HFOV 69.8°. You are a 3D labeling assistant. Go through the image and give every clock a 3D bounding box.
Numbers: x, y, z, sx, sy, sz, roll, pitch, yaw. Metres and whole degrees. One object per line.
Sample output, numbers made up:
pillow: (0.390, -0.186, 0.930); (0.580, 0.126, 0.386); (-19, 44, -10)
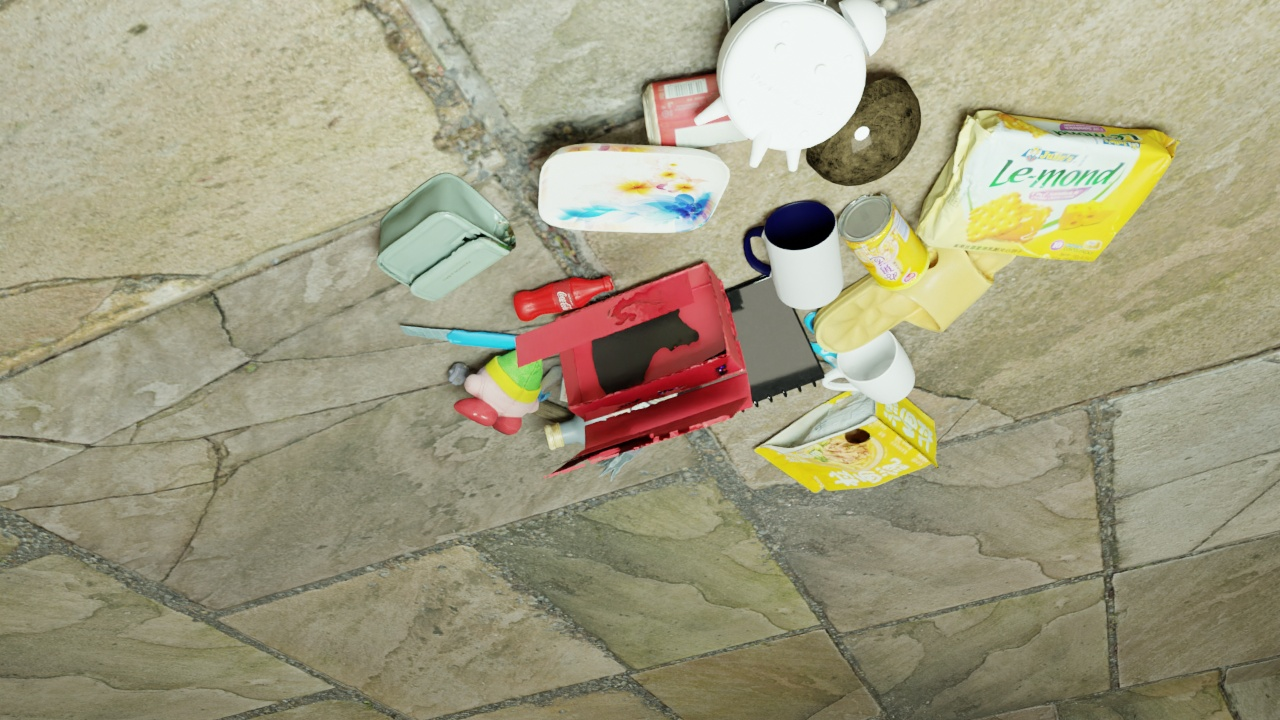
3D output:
clock: (0.133, -0.251, 0.801); (0.125, 0.072, 0.161); (22, 118, -14)

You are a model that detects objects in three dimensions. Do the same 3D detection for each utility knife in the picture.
utility knife: (-0.195, -0.028, 1.151); (0.209, 0.015, 0.031); (5, 138, -18)

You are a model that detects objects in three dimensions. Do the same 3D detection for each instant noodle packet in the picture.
instant noodle packet: (0.301, 0.130, 1.355); (0.222, 0.084, 0.163); (-30, 133, 35)

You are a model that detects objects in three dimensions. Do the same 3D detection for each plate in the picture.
plate: (-0.010, -0.176, 0.944); (0.187, 0.016, 0.187); (1, 165, -7)

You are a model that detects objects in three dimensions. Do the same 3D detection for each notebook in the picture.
notebook: (0.098, -0.001, 1.170); (0.232, 0.019, 0.169); (-21, 116, 18)

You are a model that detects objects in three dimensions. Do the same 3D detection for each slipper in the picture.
slipper: (0.331, -0.076, 1.106); (0.264, 0.078, 0.099); (-31, 130, 25)

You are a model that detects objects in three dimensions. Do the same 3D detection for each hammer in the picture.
hammer: (-0.122, 0.069, 1.264); (0.316, 0.028, 0.147); (25, 123, -32)

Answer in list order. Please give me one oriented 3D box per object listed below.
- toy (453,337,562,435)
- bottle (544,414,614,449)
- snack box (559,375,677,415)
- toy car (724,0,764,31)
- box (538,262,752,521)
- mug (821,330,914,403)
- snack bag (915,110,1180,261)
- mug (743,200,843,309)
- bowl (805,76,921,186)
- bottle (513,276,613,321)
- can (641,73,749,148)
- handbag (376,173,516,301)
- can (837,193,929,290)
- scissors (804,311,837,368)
toy: (-0.153, 0.031, 1.162); (0.124, 0.131, 0.097); (30, 173, -36)
bottle: (-0.049, 0.085, 1.250); (0.161, 0.046, 0.072); (-14, 128, -8)
snack box: (-0.027, 0.032, 1.182); (0.150, 0.026, 0.082); (14, 127, 6)
toy car: (0.101, -0.318, 0.828); (0.048, 0.040, 0.113); (-10, 122, 5)
box: (0.012, 0.043, 1.031); (0.211, 0.314, 0.124); (-19, 129, 16)
mug: (0.299, 0.016, 1.209); (0.114, 0.080, 0.087); (-25, 143, 24)
snack bag: (0.432, -0.189, 0.991); (0.247, 0.068, 0.160); (4, 138, -11)
mug: (0.171, -0.121, 1.045); (0.112, 0.078, 0.097); (11, 146, 26)
bowl: (0.230, -0.214, 0.907); (0.121, 0.056, 0.121); (-27, 159, -12)
bottle: (-0.090, -0.077, 1.089); (0.119, 0.036, 0.036); (-14, 139, 10)
can: (0.088, -0.245, 0.886); (0.170, 0.067, 0.067); (-9, 140, 3)
handbag: (-0.213, -0.127, 0.993); (0.122, 0.067, 0.106); (-30, 136, 26)
can: (0.277, -0.133, 1.040); (0.068, 0.067, 0.105); (-29, 134, 25)
scissors: (0.249, -0.022, 1.211); (0.141, 0.014, 0.091); (25, 129, -28)
